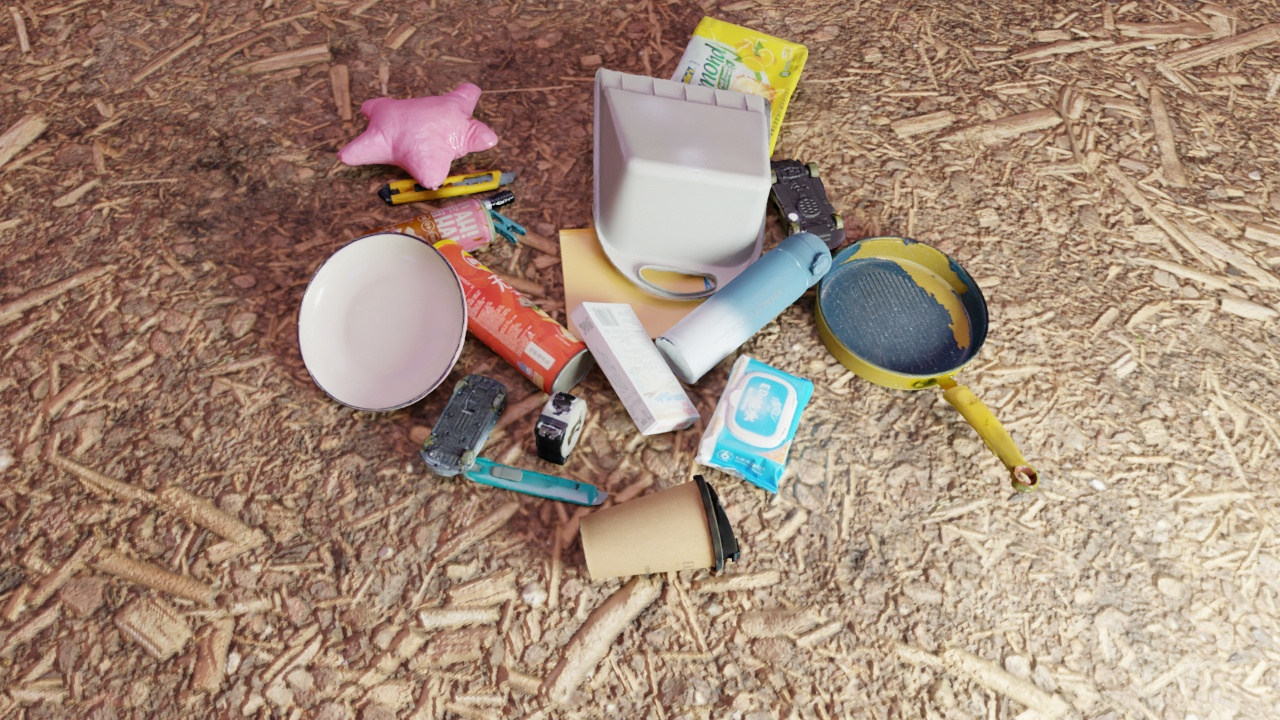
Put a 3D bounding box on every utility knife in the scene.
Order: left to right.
[{"bbox_3d":[-0.237,-0.218,1.132,0.173,0.015,0.033,-11,62,-11],"label":"utility knife"},{"bbox_3d":[-0.112,0.122,0.933,0.160,0.013,0.029,12,58,3],"label":"utility knife"}]

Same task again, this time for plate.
[{"bbox_3d":[-0.269,-0.039,0.975,0.192,0.039,0.192,-2,81,12],"label":"plate"}]

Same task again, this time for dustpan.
[{"bbox_3d":[0.046,-0.204,1.081,0.222,0.143,0.257,6,42,-11],"label":"dustpan"}]

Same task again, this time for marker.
[{"bbox_3d":[-0.214,-0.178,1.110,0.130,0.018,0.022,-23,38,-18],"label":"marker"}]

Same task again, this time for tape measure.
[{"bbox_3d":[-0.081,0.066,0.939,0.033,0.066,0.065,19,60,10],"label":"tape measure"}]

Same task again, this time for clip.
[{"bbox_3d":[-0.164,-0.162,1.105,0.057,0.014,0.046,32,63,13],"label":"clip"}]

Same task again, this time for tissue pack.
[{"bbox_3d":[0.120,0.065,0.957,0.090,0.063,0.139,21,59,8],"label":"tissue pack"}]

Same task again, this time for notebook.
[{"bbox_3d":[0.013,-0.091,1.059,0.206,0.010,0.145,-5,71,-7],"label":"notebook"}]

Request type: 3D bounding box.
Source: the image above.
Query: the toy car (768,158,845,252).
[{"bbox_3d":[0.199,-0.190,1.135,0.070,0.042,0.158,-10,59,-11],"label":"toy car"}]

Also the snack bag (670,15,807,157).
[{"bbox_3d":[0.118,-0.345,1.210,0.158,0.068,0.245,19,59,6],"label":"snack bag"}]

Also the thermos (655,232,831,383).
[{"bbox_3d":[0.119,-0.063,1.018,0.220,0.070,0.070,-38,68,-15],"label":"thermos"}]

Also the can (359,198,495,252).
[{"bbox_3d":[-0.245,-0.140,1.059,0.147,0.058,0.058,-21,62,-16],"label":"can"}]

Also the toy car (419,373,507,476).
[{"bbox_3d":[-0.180,0.067,0.946,0.054,0.037,0.120,18,55,10],"label":"toy car"}]

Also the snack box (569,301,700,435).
[{"bbox_3d":[-0.006,0.006,0.969,0.084,0.027,0.156,-2,55,-55],"label":"snack box"}]

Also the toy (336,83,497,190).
[{"bbox_3d":[-0.276,-0.271,1.128,0.194,0.075,0.178,-12,55,-8],"label":"toy"}]

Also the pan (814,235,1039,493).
[{"bbox_3d":[0.324,-0.001,1.006,0.197,0.078,0.357,-14,60,-12],"label":"pan"}]

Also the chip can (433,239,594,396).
[{"bbox_3d":[-0.151,-0.047,1.000,0.216,0.073,0.073,37,62,18],"label":"chip can"}]

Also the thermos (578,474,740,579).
[{"bbox_3d":[0.017,0.165,0.877,0.143,0.093,0.093,-12,60,-3],"label":"thermos"}]
